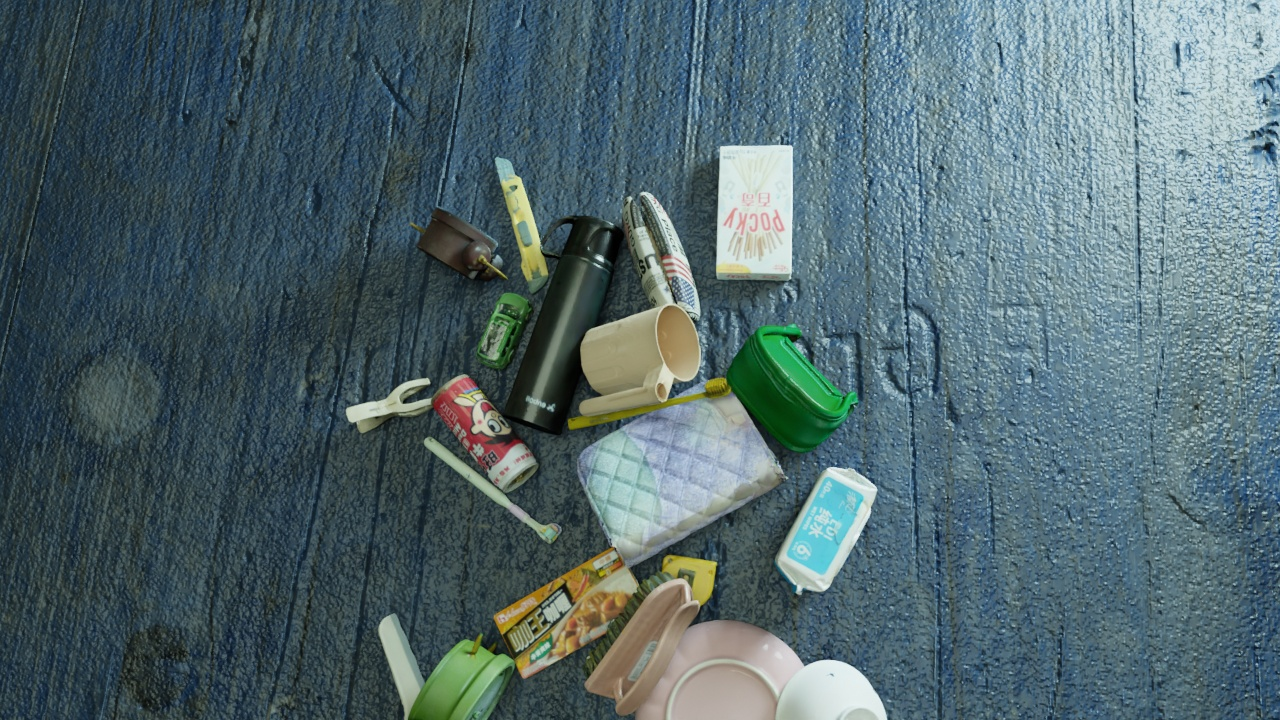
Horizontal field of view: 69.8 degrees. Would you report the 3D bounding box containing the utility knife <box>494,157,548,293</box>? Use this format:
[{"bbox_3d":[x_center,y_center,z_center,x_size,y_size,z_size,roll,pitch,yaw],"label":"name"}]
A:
[{"bbox_3d":[-0.142,-0.164,1.091,0.031,0.019,0.177,-17,72,-4],"label":"utility knife"}]

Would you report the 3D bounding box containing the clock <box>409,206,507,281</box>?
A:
[{"bbox_3d":[-0.202,-0.128,1.053,0.122,0.082,0.055,31,87,12],"label":"clock"}]

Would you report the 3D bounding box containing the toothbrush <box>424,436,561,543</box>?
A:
[{"bbox_3d":[-0.168,0.142,1.025,0.189,0.029,0.020,34,124,13],"label":"toothbrush"}]

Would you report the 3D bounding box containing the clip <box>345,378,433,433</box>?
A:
[{"bbox_3d":[-0.282,0.051,1.044,0.097,0.060,0.034,-20,76,-10],"label":"clip"}]

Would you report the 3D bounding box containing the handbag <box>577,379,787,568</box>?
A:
[{"bbox_3d":[0.039,0.118,0.973,0.194,0.075,0.134,-29,57,1],"label":"handbag"}]

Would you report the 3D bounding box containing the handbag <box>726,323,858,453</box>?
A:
[{"bbox_3d":[0.164,0.023,0.970,0.131,0.119,0.068,47,129,15],"label":"handbag"}]

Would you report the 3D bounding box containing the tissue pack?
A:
[{"bbox_3d":[0.189,0.176,0.941,0.063,0.090,0.140,28,82,12],"label":"tissue pack"}]

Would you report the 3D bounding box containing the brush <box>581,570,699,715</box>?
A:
[{"bbox_3d":[0.007,0.284,0.930,0.146,0.063,0.073,-56,35,7],"label":"brush"}]

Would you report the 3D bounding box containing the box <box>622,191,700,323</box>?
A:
[{"bbox_3d":[0.032,-0.117,1.033,0.077,0.075,0.163,-17,74,-4],"label":"box"}]

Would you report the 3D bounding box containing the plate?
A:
[{"bbox_3d":[0.087,0.366,0.938,0.192,0.039,0.192,-1,78,6],"label":"plate"}]

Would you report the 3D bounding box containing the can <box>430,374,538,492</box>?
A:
[{"bbox_3d":[-0.173,0.081,1.019,0.053,0.053,0.132,-41,77,-3],"label":"can"}]

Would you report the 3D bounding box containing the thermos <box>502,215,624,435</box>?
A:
[{"bbox_3d":[-0.094,-0.044,1.031,0.090,0.068,0.242,17,79,2],"label":"thermos"}]

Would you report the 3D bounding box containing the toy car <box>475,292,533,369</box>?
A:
[{"bbox_3d":[-0.157,-0.036,1.053,0.043,0.036,0.091,19,77,11],"label":"toy car"}]

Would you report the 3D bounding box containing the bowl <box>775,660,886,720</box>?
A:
[{"bbox_3d":[0.198,0.357,0.895,0.118,0.065,0.118,3,78,-16],"label":"bowl"}]

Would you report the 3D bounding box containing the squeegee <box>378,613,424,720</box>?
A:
[{"bbox_3d":[-0.324,0.437,0.969,0.246,0.039,0.246,-28,76,0],"label":"squeegee"}]

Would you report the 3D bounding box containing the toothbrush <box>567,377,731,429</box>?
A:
[{"bbox_3d":[0.006,0.047,0.974,0.190,0.016,0.015,-14,34,23],"label":"toothbrush"}]

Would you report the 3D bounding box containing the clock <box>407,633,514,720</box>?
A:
[{"bbox_3d":[-0.192,0.356,0.929,0.056,0.116,0.161,29,72,13],"label":"clock"}]

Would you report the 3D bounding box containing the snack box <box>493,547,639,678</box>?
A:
[{"bbox_3d":[-0.073,0.269,0.983,0.154,0.026,0.075,-30,76,-1],"label":"snack box"}]

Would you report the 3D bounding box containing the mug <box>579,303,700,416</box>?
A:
[{"bbox_3d":[-0.006,0.006,0.974,0.104,0.084,0.124,-14,39,34],"label":"mug"}]

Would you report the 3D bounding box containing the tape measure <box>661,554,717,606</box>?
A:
[{"bbox_3d":[0.050,0.236,0.975,0.060,0.029,0.057,8,80,8],"label":"tape measure"}]

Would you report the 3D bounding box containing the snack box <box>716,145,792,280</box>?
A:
[{"bbox_3d":[0.131,-0.170,1.054,0.085,0.027,0.156,1,77,6],"label":"snack box"}]
